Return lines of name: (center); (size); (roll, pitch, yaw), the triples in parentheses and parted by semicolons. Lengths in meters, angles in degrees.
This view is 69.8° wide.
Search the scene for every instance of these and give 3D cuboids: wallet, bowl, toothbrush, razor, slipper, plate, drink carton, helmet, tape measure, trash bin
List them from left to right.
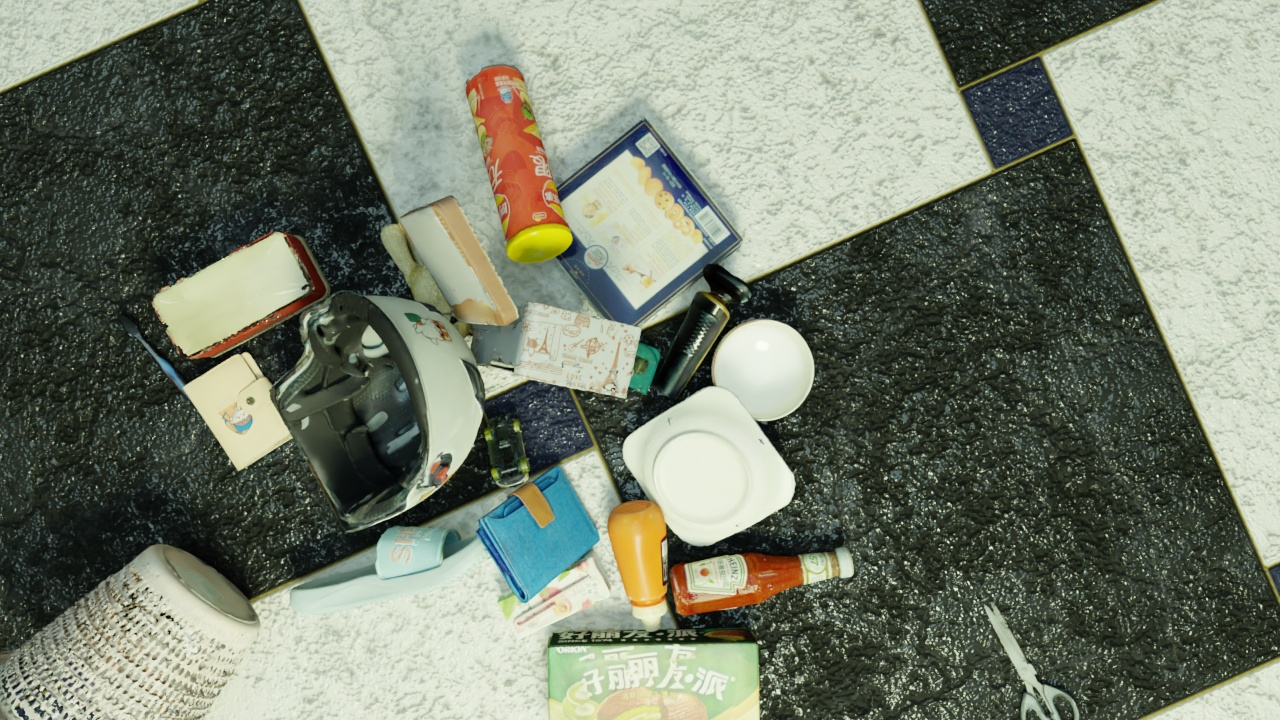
trash bin: (-0.530, 0.314, 0.979); (0.227, 0.228, 0.192); (41, 78, -1)
toothbrush: (-0.538, 0.020, 1.064); (0.014, 0.016, 0.189); (-40, 93, -9)
wallet: (-0.457, 0.056, 1.056); (0.087, 0.024, 0.115); (-33, 90, -7)
slipper: (-0.277, 0.224, 1.025); (0.245, 0.104, 0.074); (-16, 89, 6)
helmet: (-0.254, 0.042, 0.971); (0.230, 0.156, 0.275); (52, 127, 17)
wallet: (-0.110, 0.188, 1.015); (0.040, 0.132, 0.106); (-28, 92, 40)
drink carton: (-0.098, 0.268, 1.051); (0.122, 0.045, 0.053); (-26, 92, 0)
tape measure: (-0.006, 0.006, 1.058); (0.054, 0.025, 0.058); (20, 90, -2)
razor: (0.065, -0.027, 1.034); (0.062, 0.067, 0.168); (34, 109, 17)
plate: (0.071, 0.126, 1.024); (0.165, 0.034, 0.163); (-34, 95, 24)
bowl: (0.135, 0.010, 1.040); (0.113, 0.062, 0.113); (0, 92, -1)

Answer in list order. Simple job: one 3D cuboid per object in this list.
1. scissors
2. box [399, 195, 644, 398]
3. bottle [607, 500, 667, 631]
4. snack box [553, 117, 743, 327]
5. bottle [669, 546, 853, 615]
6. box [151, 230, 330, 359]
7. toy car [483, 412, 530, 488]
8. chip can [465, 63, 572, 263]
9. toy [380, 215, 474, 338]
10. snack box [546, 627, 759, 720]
scissors: (0.458, 0.359, 1.073); (0.136, 0.014, 0.174); (5, 88, 1)
box: (-0.138, -0.052, 0.947); (0.273, 0.179, 0.126); (39, 77, -24)
bottle: (0.003, 0.237, 1.045); (0.067, 0.066, 0.149); (-9, 98, 0)
snack box: (-0.008, -0.148, 1.046); (0.182, 0.046, 0.178); (-38, 90, 0)
bottle: (0.138, 0.246, 1.044); (0.206, 0.060, 0.060); (-10, 91, 0)
box: (-0.449, -0.075, 1.028); (0.168, 0.079, 0.091); (-28, 91, -1)
toy car: (-0.148, 0.103, 1.036); (0.042, 0.035, 0.090); (-18, 56, 3)
chip can: (-0.134, -0.215, 1.002); (0.073, 0.073, 0.216); (-16, 71, 0)
toy: (-0.238, -0.090, 1.036); (0.105, 0.066, 0.157); (-28, 99, -17)
snack box: (0.014, 0.370, 1.043); (0.240, 0.063, 0.114); (-1, 90, 0)
